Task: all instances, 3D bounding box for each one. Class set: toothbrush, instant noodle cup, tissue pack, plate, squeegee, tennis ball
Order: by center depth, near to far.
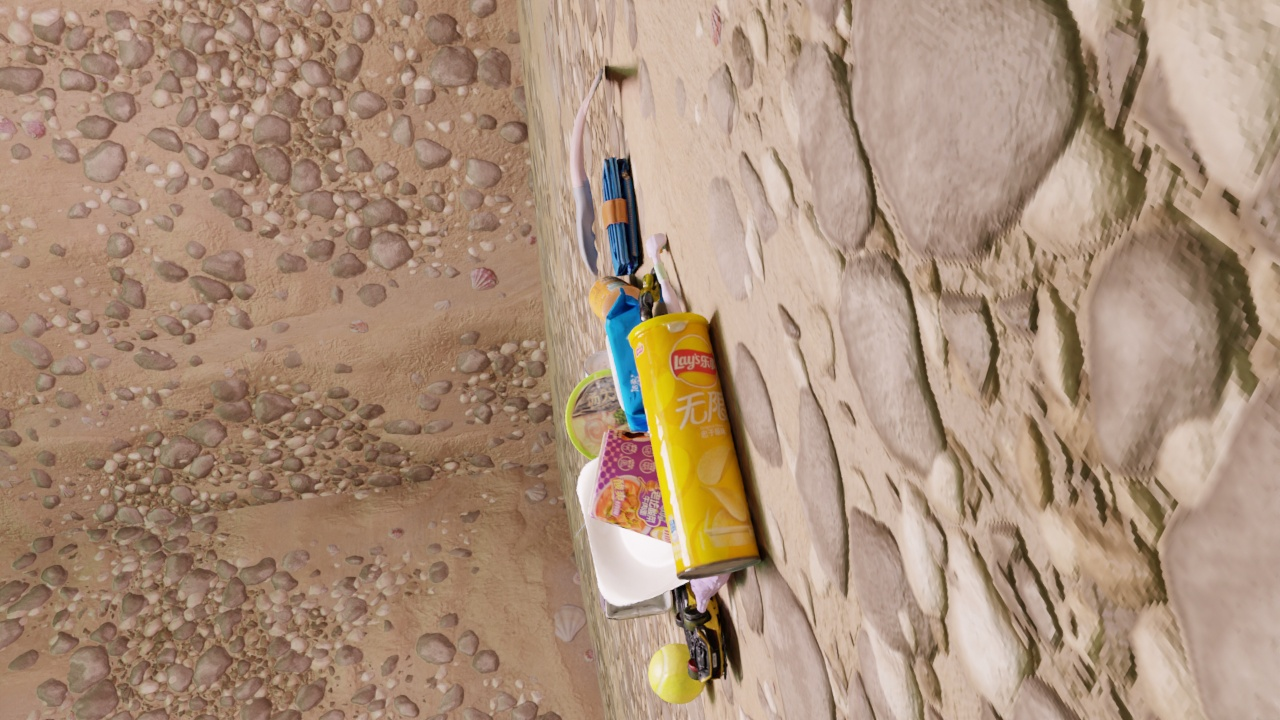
[{"bbox_3d":[0.006,0.113,0.852,0.111,0.099,0.111,178,105,-89],"label":"instant noodle cup"},{"bbox_3d":[0.035,-0.050,0.888,0.029,0.021,0.189,-47,43,36],"label":"toothbrush"},{"bbox_3d":[0.010,0.163,0.961,0.164,0.034,0.164,-30,64,34],"label":"plate"},{"bbox_3d":[-0.006,0.006,1.007,0.095,0.052,0.157,82,175,-71],"label":"tissue pack"},{"bbox_3d":[0.042,0.351,1.029,0.065,0.065,0.065,171,91,-81],"label":"tennis ball"},{"bbox_3d":[-0.036,0.065,1.115,0.123,0.111,0.111,180,82,-84],"label":"instant noodle cup"},{"bbox_3d":[-0.066,-0.224,1.118,0.247,0.040,0.250,-97,8,-70],"label":"squeegee"}]

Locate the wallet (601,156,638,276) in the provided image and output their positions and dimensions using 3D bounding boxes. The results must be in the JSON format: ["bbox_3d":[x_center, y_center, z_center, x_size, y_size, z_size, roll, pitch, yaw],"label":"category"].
[{"bbox_3d":[-0.028,-0.174,1.131,0.106,0.040,0.133,149,113,-85],"label":"wallet"}]

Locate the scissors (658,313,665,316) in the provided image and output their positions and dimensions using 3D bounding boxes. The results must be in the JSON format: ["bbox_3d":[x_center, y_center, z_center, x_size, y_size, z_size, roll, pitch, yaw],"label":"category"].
[{"bbox_3d":[0.033,0.018,0.940,0.173,0.012,0.162,84,170,-62],"label":"scissors"}]

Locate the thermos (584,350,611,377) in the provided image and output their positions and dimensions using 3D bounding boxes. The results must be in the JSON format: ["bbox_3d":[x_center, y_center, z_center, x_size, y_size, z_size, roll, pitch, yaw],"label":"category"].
[{"bbox_3d":[-0.046,0.089,1.374,0.073,0.073,0.225,-107,12,-47],"label":"thermos"}]

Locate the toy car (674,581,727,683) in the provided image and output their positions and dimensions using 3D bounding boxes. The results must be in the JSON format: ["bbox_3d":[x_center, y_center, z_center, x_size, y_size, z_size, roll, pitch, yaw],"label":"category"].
[{"bbox_3d":[0.057,0.258,0.925,0.155,0.041,0.071,-115,20,-72],"label":"toy car"}]

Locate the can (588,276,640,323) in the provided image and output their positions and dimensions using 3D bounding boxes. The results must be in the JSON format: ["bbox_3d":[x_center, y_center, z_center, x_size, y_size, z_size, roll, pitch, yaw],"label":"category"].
[{"bbox_3d":[-0.029,-0.072,1.148,0.146,0.058,0.058,-133,37,-76],"label":"can"}]

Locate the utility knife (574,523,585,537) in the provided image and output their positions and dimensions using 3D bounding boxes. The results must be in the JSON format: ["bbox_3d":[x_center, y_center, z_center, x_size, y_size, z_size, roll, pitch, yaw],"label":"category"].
[{"bbox_3d":[-0.040,0.174,1.228,0.029,0.013,0.222,-52,-3,33],"label":"utility knife"}]

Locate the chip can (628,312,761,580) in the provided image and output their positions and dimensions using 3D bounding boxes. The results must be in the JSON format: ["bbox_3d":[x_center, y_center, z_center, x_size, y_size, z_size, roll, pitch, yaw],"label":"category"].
[{"bbox_3d":[0.043,0.069,0.763,0.072,0.072,0.213,104,156,-68],"label":"chip can"}]

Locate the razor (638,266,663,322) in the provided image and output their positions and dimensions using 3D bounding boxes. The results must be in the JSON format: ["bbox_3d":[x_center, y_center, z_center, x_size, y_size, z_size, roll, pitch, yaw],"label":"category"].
[{"bbox_3d":[0.008,-0.061,0.926,0.142,0.022,0.043,-76,-20,-69],"label":"razor"}]

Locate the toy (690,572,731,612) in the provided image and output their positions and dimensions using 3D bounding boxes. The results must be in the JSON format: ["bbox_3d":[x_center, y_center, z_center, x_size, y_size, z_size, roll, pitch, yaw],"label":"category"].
[{"bbox_3d":[0.063,0.178,0.834,0.108,0.039,0.083,98,169,-65],"label":"toy"}]

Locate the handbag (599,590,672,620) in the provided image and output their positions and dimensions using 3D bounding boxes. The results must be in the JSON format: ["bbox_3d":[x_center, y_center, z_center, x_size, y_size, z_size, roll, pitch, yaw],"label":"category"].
[{"bbox_3d":[-0.010,0.251,1.165,0.197,0.098,0.145,107,153,-76],"label":"handbag"}]
